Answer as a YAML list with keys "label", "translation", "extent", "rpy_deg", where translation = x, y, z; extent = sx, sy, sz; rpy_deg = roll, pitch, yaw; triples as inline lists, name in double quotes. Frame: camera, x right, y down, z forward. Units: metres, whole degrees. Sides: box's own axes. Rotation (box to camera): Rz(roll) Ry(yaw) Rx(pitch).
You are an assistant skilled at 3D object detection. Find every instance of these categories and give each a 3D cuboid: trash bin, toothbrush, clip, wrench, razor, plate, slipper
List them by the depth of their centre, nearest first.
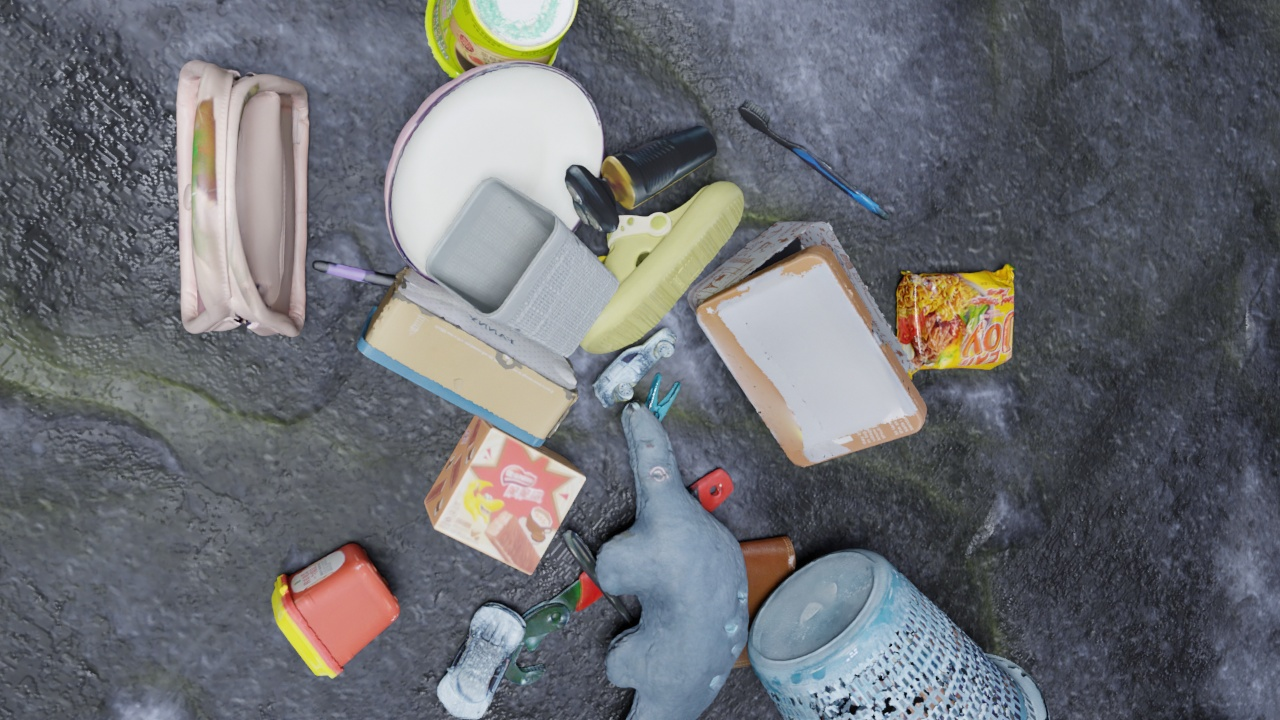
- label: "plate"
  translation: [-0.116, -0.146, 0.718]
  extent: [0.192, 0.039, 0.193]
  rpy_deg: [-28, 142, -25]
- label: "toothbrush"
  translation: [-0.175, -0.058, 0.762]
  extent: [0.189, 0.017, 0.014]
  rpy_deg: [12, 93, -18]
- label: "razor"
  translation: [0.005, -0.158, 0.768]
  extent: [0.167, 0.068, 0.062]
  rpy_deg: [-35, 88, -38]
- label: "slipper"
  translation: [0.006, -0.089, 0.792]
  extent: [0.190, 0.091, 0.081]
  rpy_deg: [-46, 71, 0]
- label: "trash bin"
  translation: [0.208, 0.285, 0.816]
  extent: [0.226, 0.227, 0.195]
  rpy_deg: [-40, 102, -10]
- label: "toothbrush"
  translation: [-0.023, 0.219, 0.833]
  extent: [0.015, 0.018, 0.181]
  rpy_deg: [-35, 115, -9]
- label: "clip"
  translation: [0.015, 0.041, 0.839]
  extent: [0.040, 0.014, 0.056]
  rpy_deg: [26, 87, -19]
- label: "wrench"
  translation: [-0.021, 0.193, 0.846]
  extent: [0.273, 0.016, 0.056]
  rpy_deg: [-40, 111, -9]
- label: "toothbrush"
  translation: [0.166, -0.185, 0.860]
  extent: [0.189, 0.014, 0.016]
  rpy_deg: [31, 63, -20]

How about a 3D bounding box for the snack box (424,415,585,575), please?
- label: "snack box"
  translation: [-0.115, 0.110, 0.771]
  extent: [0.092, 0.077, 0.094]
  rpy_deg: [31, 86, -19]

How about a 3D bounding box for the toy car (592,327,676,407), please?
- label: "toy car"
  translation: [-0.005, 0.005, 0.813]
  extent: [0.090, 0.043, 0.034]
  rpy_deg: [-44, 91, -7]

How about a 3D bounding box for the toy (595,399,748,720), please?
- label: "toy"
  translation: [0.028, 0.212, 0.811]
  extent: [0.138, 0.091, 0.356]
  rpy_deg: [1, 95, -4]

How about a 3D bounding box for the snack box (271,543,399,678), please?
- label: "snack box"
  translation: [-0.244, 0.194, 0.735]
  extent: [0.080, 0.091, 0.082]
  rpy_deg: [-35, 107, -18]

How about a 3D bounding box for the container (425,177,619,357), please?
- label: "container"
  translation: [-0.085, -0.066, 0.710]
  extent: [0.090, 0.090, 0.114]
  rpy_deg: [-55, 147, 0]

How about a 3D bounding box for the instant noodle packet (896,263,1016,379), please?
- label: "instant noodle packet"
  translation: [0.316, -0.039, 0.913]
  extent: [0.128, 0.044, 0.111]
  rpy_deg: [-4, 103, -18]

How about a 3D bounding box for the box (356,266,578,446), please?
- label: "box"
  translation: [-0.140, -0.007, 0.737]
  extent: [0.184, 0.089, 0.061]
  rpy_deg: [30, 106, -17]

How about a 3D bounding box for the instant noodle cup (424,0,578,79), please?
- label: "instant noodle cup"
  translation: [-0.102, -0.267, 0.701]
  extent: [0.111, 0.123, 0.112]
  rpy_deg: [-3, 98, -18]

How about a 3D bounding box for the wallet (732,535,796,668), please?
- label: "wallet"
  translation: [0.101, 0.234, 0.885]
  extent: [0.101, 0.032, 0.124]
  rpy_deg: [-5, 98, -15]

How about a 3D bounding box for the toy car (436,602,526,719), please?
- label: "toy car"
  translation: [-0.140, 0.264, 0.800]
  extent: [0.049, 0.031, 0.105]
  rpy_deg: [26, 90, 7]

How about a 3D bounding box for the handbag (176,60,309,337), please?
- label: "handbag"
  translation: [-0.268, -0.106, 0.608]
  extent: [0.093, 0.234, 0.193]
  rpy_deg: [0, 97, -20]

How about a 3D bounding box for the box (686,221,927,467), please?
- label: "box"
  translation: [0.150, -0.016, 0.789]
  extent: [0.152, 0.178, 0.182]
  rpy_deg: [-39, 107, -11]
